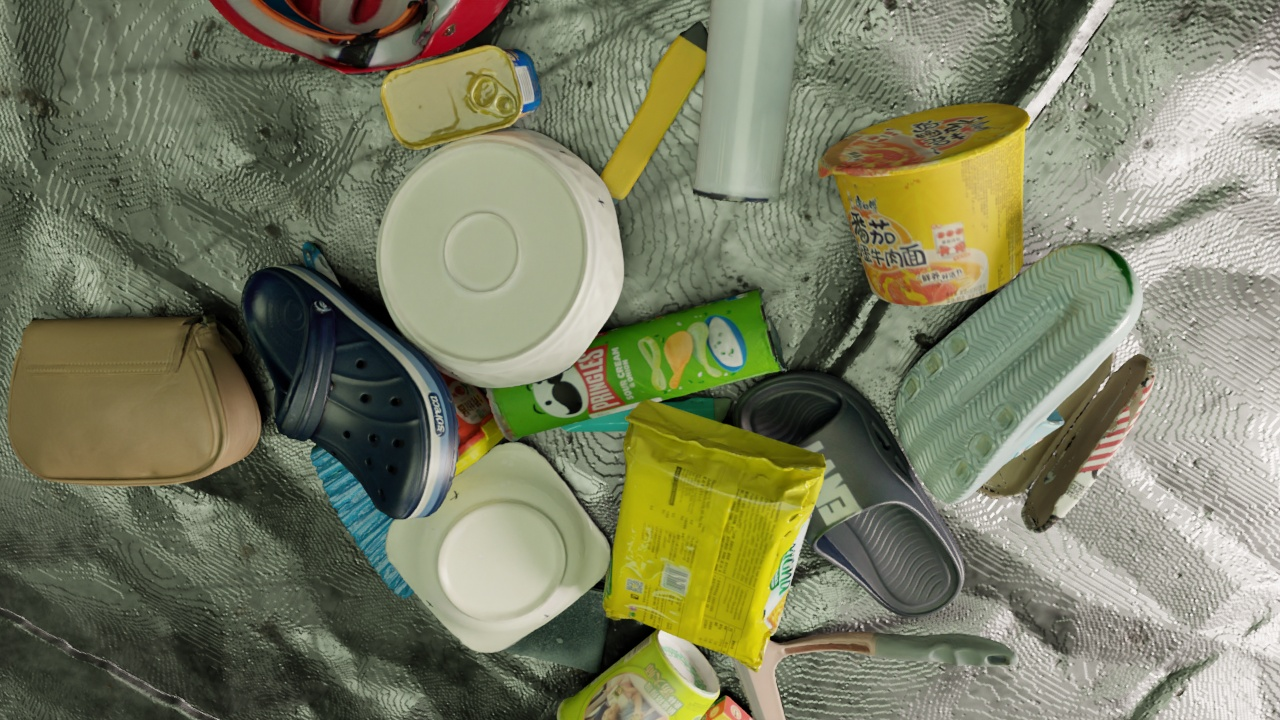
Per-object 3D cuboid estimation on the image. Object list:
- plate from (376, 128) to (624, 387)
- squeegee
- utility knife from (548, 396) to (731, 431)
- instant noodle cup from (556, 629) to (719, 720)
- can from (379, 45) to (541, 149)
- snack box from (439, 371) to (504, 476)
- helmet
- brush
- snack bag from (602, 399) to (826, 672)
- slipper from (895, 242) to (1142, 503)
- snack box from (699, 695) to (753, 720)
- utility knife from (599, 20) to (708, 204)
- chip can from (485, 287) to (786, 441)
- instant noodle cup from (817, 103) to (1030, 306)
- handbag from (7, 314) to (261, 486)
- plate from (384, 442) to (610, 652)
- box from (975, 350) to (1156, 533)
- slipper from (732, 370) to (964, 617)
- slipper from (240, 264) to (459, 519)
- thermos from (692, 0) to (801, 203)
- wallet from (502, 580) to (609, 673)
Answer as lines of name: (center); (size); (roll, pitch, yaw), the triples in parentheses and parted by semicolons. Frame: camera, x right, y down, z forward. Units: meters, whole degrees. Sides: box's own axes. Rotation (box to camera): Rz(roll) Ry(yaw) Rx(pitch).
plate: (-0.116, -0.081, 0.714); (0.205, 0.045, 0.205); (0, 89, 13)
squeegee: (0.203, 0.258, 0.816); (0.250, 0.040, 0.248); (-9, 111, 25)
utility knife: (-0.013, 0.048, 0.796); (0.183, 0.013, 0.029); (-3, 105, 6)
instant noodle cup: (0.005, 0.315, 0.840); (0.111, 0.111, 0.123); (41, 100, -8)
can: (-0.131, -0.199, 0.690); (0.102, 0.083, 0.057); (-12, 107, 10)
snack box: (-0.169, 0.055, 0.778); (0.082, 0.091, 0.080); (-35, 94, 18)
helmet: (-0.178, -0.306, 0.632); (0.240, 0.143, 0.207); (-1, 105, 22)
brush: (-0.248, 0.057, 0.810); (0.109, 0.060, 0.314); (-28, 101, 9)
snack bag: (0.048, 0.151, 0.747); (0.158, 0.068, 0.247); (17, 128, 13)
slipper: (0.282, 0.010, 0.694); (0.074, 0.104, 0.246); (-7, 143, -33)
snack box: (0.053, 0.392, 0.890); (0.077, 0.027, 0.156); (44, 114, -8)
utility knife: (-0.003, -0.172, 0.720); (0.033, 0.015, 0.202); (32, 108, -6)
chip can: (-0.004, 0.004, 0.750); (0.236, 0.072, 0.072); (-15, 106, 11)
instant noodle cup: (0.210, -0.110, 0.660); (0.138, 0.137, 0.110); (-12, 115, 10)
handbag: (-0.438, 0.033, 0.800); (0.204, 0.099, 0.148); (0, 101, 7)
plate: (-0.121, 0.172, 0.804); (0.164, 0.034, 0.163); (-37, 106, -3)
box: (0.326, 0.052, 0.728); (0.086, 0.075, 0.162); (28, 110, 10)
slipper: (0.184, 0.122, 0.763); (0.111, 0.083, 0.268); (-36, 102, 14)
slipper: (-0.237, 0.015, 0.703); (0.253, 0.095, 0.105); (46, 122, 21)
thermos: (0.083, -0.231, 0.665); (0.073, 0.073, 0.224); (6, 109, 5)
wallet: (-0.090, 0.243, 0.869); (0.121, 0.019, 0.097); (12, 110, 4)
